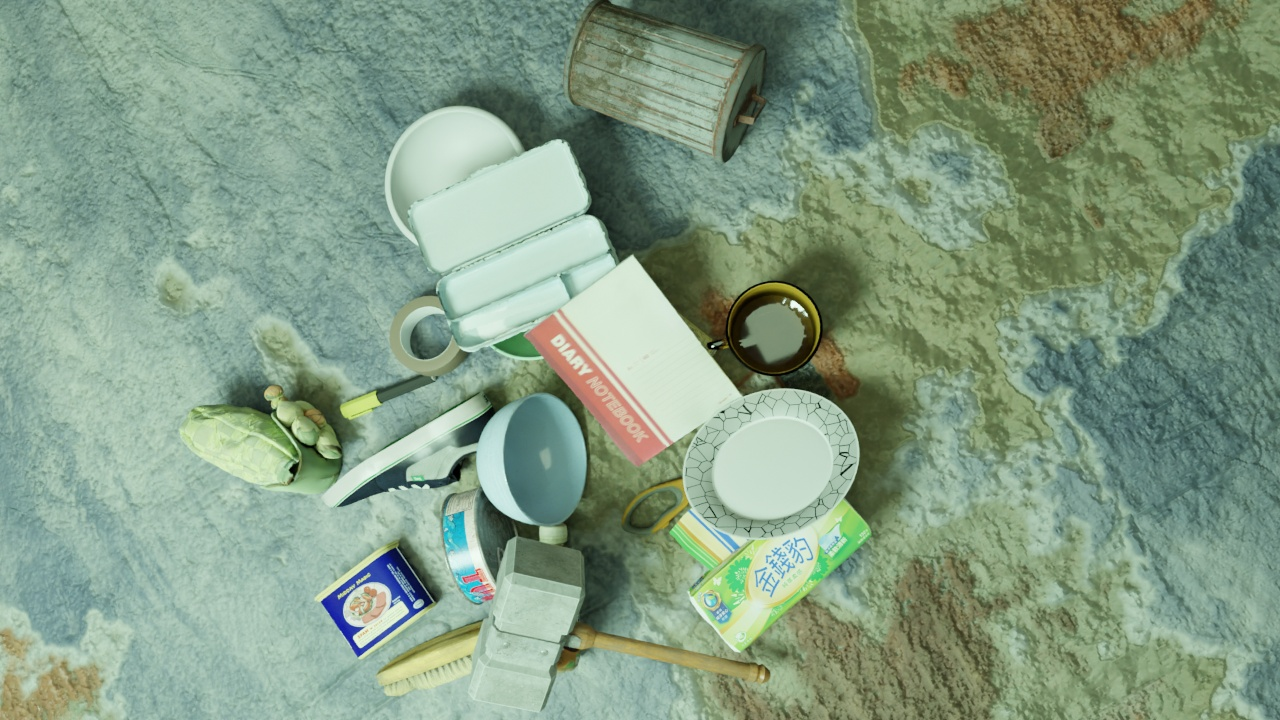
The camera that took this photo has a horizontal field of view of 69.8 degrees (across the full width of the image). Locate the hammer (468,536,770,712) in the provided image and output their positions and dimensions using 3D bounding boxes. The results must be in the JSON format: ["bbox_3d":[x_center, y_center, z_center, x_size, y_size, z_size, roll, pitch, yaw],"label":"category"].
[{"bbox_3d":[-0.008,0.307,0.984,0.317,0.082,0.163,15,110,-10],"label":"hammer"}]

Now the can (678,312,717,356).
[{"bbox_3d":[0.049,-0.027,1.058,0.079,0.038,0.038,39,95,9],"label":"can"}]

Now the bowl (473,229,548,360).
[{"bbox_3d":[-0.121,-0.074,1.070,0.151,0.077,0.151,0,88,10],"label":"bowl"}]

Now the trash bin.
[{"bbox_3d":[0.035,-0.312,1.024,0.211,0.130,0.131,23,92,11],"label":"trash bin"}]

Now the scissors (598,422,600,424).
[{"bbox_3d":[0.017,0.058,1.071,0.144,0.019,0.126,-43,86,12],"label":"scissors"}]

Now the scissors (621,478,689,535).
[{"bbox_3d":[0.092,0.161,1.057,0.225,0.016,0.216,-36,82,5],"label":"scissors"}]

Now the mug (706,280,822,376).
[{"bbox_3d":[0.135,-0.029,1.014,0.124,0.094,0.100,-14,86,7],"label":"mug"}]

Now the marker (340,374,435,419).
[{"bbox_3d":[-0.310,0.043,1.131,0.124,0.017,0.021,-21,85,8],"label":"marker"}]

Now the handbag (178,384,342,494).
[{"bbox_3d":[-0.450,0.089,1.109,0.186,0.113,0.117,24,85,11],"label":"handbag"}]

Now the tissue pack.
[{"bbox_3d":[0.125,0.193,0.990,0.197,0.120,0.141,-40,83,-11],"label":"tissue pack"}]

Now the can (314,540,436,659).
[{"bbox_3d":[-0.317,0.289,1.106,0.116,0.056,0.092,-37,84,7],"label":"can"}]

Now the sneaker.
[{"bbox_3d":[-0.269,0.128,1.093,0.235,0.084,0.079,-29,96,7],"label":"sneaker"}]

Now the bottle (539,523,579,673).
[{"bbox_3d":[-0.101,0.274,1.066,0.059,0.059,0.167,-1,88,10],"label":"bottle"}]

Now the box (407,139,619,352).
[{"bbox_3d":[-0.142,-0.127,1.023,0.209,0.037,0.189,-24,82,6],"label":"box"}]

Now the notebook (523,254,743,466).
[{"bbox_3d":[-0.006,0.006,1.022,0.153,0.012,0.209,-35,109,11],"label":"notebook"}]

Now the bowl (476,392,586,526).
[{"bbox_3d":[-0.134,0.114,1.044,0.075,0.150,0.150,-7,87,32],"label":"bowl"}]

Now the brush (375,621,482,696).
[{"bbox_3d":[-0.226,0.351,1.087,0.195,0.059,0.043,-23,93,10],"label":"brush"}]

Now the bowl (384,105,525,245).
[{"bbox_3d":[-0.210,-0.208,1.095,0.177,0.066,0.176,0,88,10],"label":"bowl"}]

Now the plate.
[{"bbox_3d":[0.138,0.110,0.974,0.189,0.016,0.188,-14,46,15],"label":"plate"}]

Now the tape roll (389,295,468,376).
[{"bbox_3d":[-0.253,-0.029,1.108,0.094,0.030,0.093,-2,78,8],"label":"tape roll"}]

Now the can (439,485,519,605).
[{"bbox_3d":[-0.179,0.209,1.045,0.044,0.130,0.130,-17,85,9],"label":"can"}]
